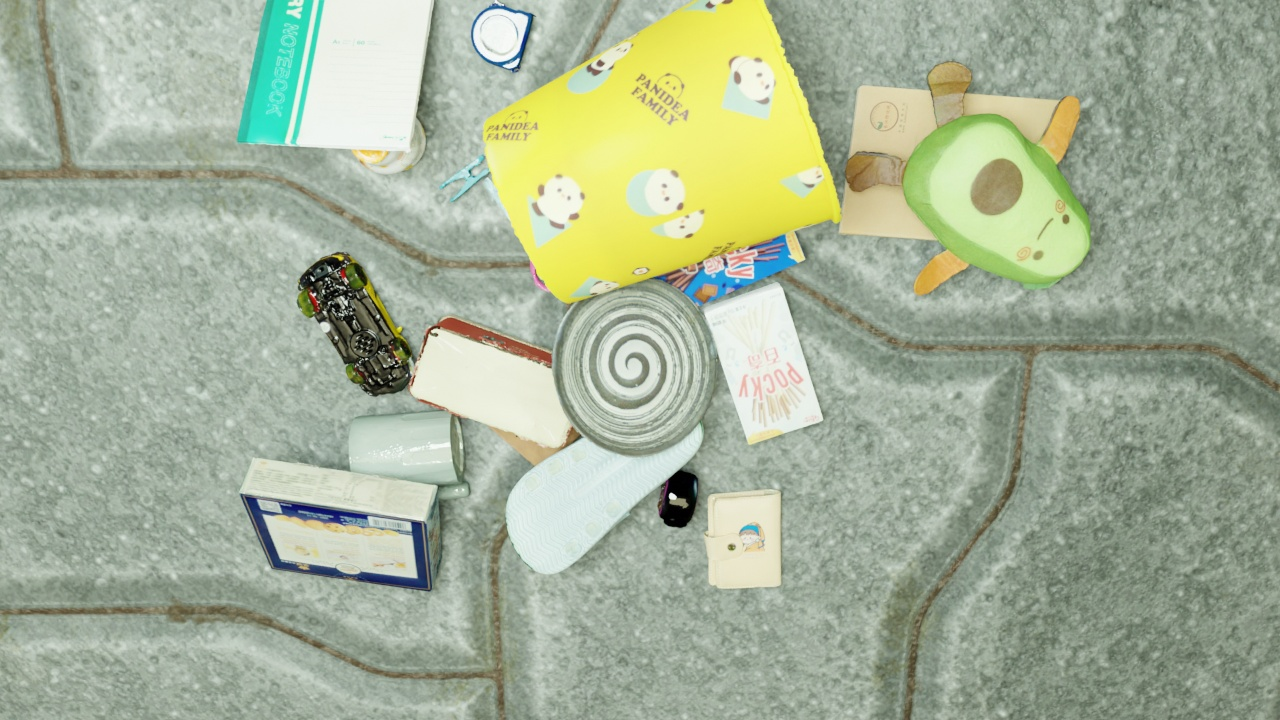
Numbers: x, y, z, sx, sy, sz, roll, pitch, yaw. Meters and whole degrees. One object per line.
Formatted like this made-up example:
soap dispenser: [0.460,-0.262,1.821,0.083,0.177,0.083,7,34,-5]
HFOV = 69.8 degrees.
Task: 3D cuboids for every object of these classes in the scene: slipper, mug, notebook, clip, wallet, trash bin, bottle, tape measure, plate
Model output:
slipper: [-0.039,0.124,0.972,0.245,0.074,0.104,-38,85,5]
mug: [-0.240,0.109,0.970,0.103,0.083,0.124,-6,134,-1]
notebook: [-0.265,-0.279,0.815,0.150,0.012,0.208,2,70,-1]
clip: [-0.173,-0.181,0.909,0.056,0.014,0.043,-37,105,9]
wallet: [0.115,0.202,1.029,0.087,0.024,0.115,-3,108,1]
trash bin: [0.016,-0.182,0.813,0.255,0.229,0.230,-21,106,10]
bottle: [-0.238,-0.204,0.851,0.063,0.108,0.063,-1,106,-2]
tape measure: [0.039,0.148,0.992,0.039,0.057,0.058,11,115,-4]
tape measure: [-0.132,-0.307,0.866,0.054,0.025,0.058,18,102,-5]
notebook: [0.311,-0.192,0.920,0.207,0.008,0.148,4,107,-3]
wallet: [-0.112,0.050,0.980,0.115,0.020,0.101,42,102,-10]
plate: [-0.005,0.005,0.908,0.179,0.024,0.179,1,89,-23]

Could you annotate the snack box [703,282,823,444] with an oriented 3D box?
snack box: [0.130,0.004,0.967,0.085,0.027,0.157,-19,106,4]

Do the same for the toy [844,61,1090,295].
toy: [0.332,-0.160,0.880,0.246,0.089,0.227,35,109,-8]

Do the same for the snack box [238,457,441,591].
snack box: [-0.302,0.174,0.949,0.178,0.045,0.183,9,144,-4]

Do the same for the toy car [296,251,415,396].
toy car: [-0.288,-0.034,0.937,0.071,0.041,0.156,-28,103,7]

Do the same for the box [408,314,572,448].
box: [-0.143,0.025,0.926,0.168,0.076,0.091,20,104,-1]

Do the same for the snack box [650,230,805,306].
snack box: [0.079,-0.111,0.929,0.157,0.026,0.084,-23,107,6]

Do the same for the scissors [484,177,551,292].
scissors: [-0.113,-0.131,0.927,0.057,0.017,0.133,-35,101,15]
